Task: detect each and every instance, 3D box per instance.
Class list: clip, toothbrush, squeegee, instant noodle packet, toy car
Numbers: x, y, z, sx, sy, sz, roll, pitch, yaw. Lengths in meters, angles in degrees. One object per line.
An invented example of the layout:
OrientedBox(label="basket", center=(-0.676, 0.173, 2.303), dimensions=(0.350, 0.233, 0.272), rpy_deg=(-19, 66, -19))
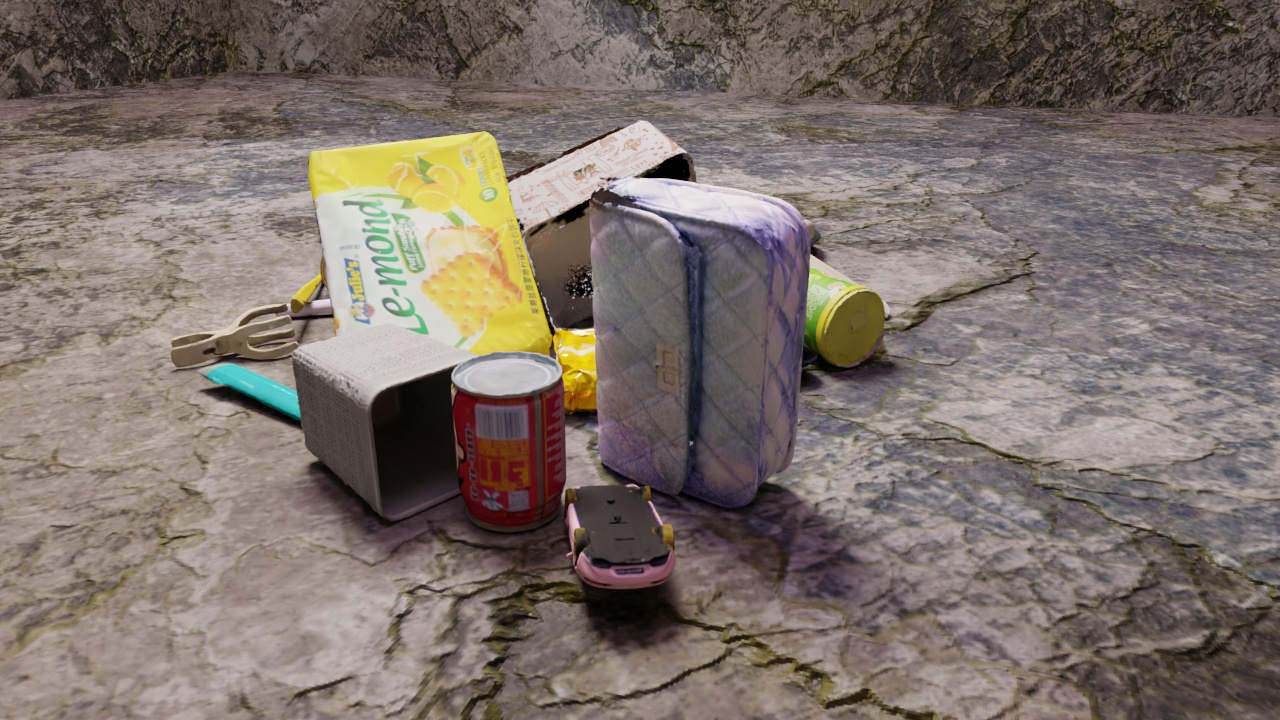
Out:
OrientedBox(label="clip", center=(-0.352, -0.023, 0.806), dimensions=(0.104, 0.035, 0.083), rpy_deg=(-9, 27, -3))
OrientedBox(label="toothbrush", center=(-0.260, -0.056, 0.902), dimensions=(0.189, 0.021, 0.029), rpy_deg=(-6, 25, -12))
OrientedBox(label="squeegee", center=(0.181, -0.139, 1.023), dimensions=(0.246, 0.039, 0.246), rpy_deg=(32, 17, 10))
OrientedBox(label="toothbrush", center=(-0.321, -0.072, 0.908), dimensions=(0.016, 0.016, 0.190), rpy_deg=(-1, 14, -10))
OrientedBox(label="instant noodle packet", center=(-0.004, 0.004, 0.730), dimensions=(0.128, 0.044, 0.110), rpy_deg=(-5, 30, -4))
OrientedBox(label="toy car", center=(-0.014, 0.099, 0.517), dimensions=(0.056, 0.037, 0.122), rpy_deg=(1, 10, -9))

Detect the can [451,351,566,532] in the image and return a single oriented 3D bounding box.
OrientedBox(label="can", center=(-0.079, 0.049, 0.556), dimensions=(0.066, 0.094, 0.066), rpy_deg=(0, 23, 0))

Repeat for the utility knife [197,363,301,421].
OrientedBox(label="utility knife", center=(-0.261, 0.035, 0.689), dimensions=(0.208, 0.013, 0.029), rpy_deg=(18, 31, 29))

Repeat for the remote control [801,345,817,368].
OrientedBox(label="remote control", center=(0.096, -0.012, 0.795), dimensions=(0.053, 0.024, 0.136), rpy_deg=(-16, 27, -31))

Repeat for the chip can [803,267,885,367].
OrientedBox(label="chip can", center=(0.127, -0.063, 0.857), dimensions=(0.072, 0.073, 0.221), rpy_deg=(-12, 26, -28))

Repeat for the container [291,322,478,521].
OrientedBox(label="container", center=(-0.163, 0.032, 0.598), dimensions=(0.114, 0.090, 0.090), rpy_deg=(22, 31, 40))

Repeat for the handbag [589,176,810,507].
OrientedBox(label="handbag", center=(0.029, -0.010, 0.570), dimensions=(0.134, 0.194, 0.075), rpy_deg=(17, 30, 34))

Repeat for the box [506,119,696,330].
OrientedBox(label="box", center=(-0.053, -0.148, 0.894), dimensions=(0.182, 0.153, 0.178), rpy_deg=(-28, 48, -12))

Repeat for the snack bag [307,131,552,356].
OrientedBox(label="snack bag", center=(-0.171, -0.075, 0.742), dimensions=(0.158, 0.068, 0.246), rpy_deg=(-11, 65, -15))

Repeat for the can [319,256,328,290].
OrientedBox(label="can", center=(-0.288, -0.108, 0.950), dimensions=(0.075, 0.075, 0.111), rpy_deg=(-4, 24, -11))
